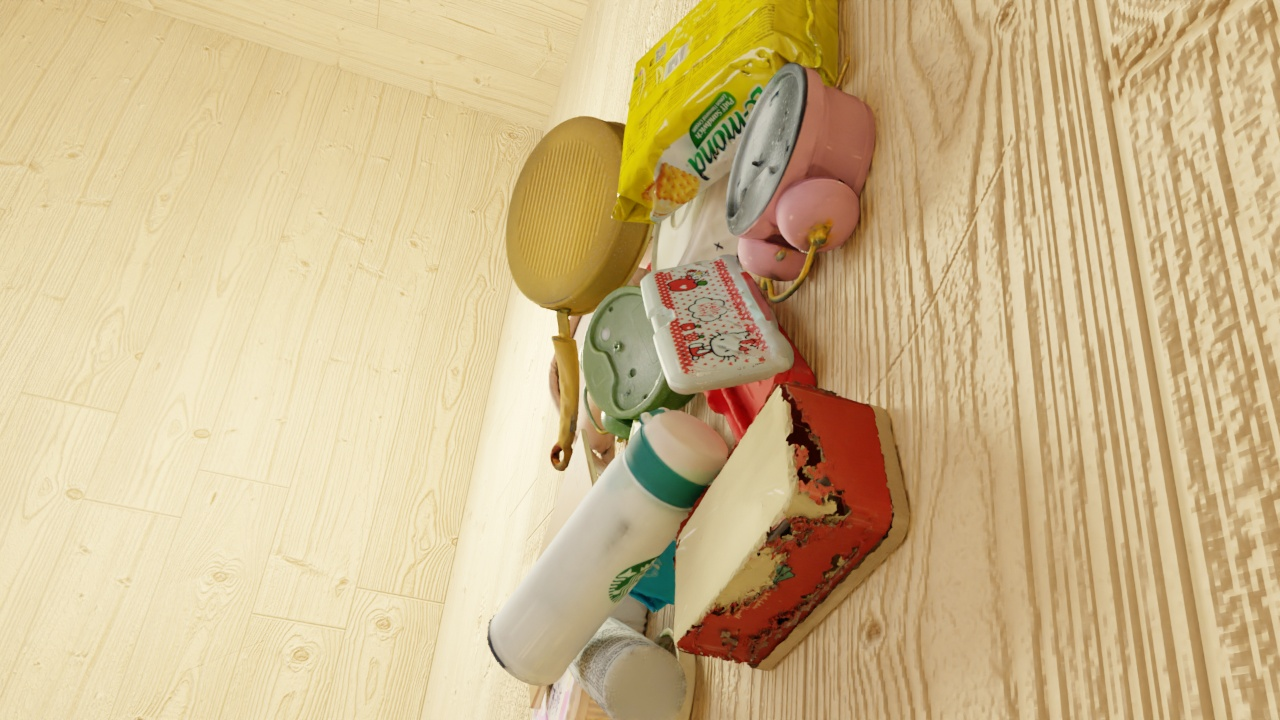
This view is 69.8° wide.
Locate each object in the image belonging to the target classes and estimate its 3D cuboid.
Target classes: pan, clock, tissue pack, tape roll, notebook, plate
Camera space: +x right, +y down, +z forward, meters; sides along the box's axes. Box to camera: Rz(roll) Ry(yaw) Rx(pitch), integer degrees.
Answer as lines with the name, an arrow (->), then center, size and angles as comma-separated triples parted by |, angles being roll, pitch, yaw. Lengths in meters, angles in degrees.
pan -> -0.069, -0.064, 0.923 | 0.198, 0.078, 0.357 | 16, 94, 49
clock -> -0.005, 0.005, 0.822 | 0.162, 0.056, 0.116 | -44, 54, 35
tissue pack -> 0.019, 0.112, 0.703 | 0.090, 0.063, 0.140 | -139, 65, -76
tape roll -> 0.019, 0.242, 0.676 | 0.086, 0.014, 0.086 | -167, 91, -77
notebook -> -0.075, 0.188, 0.846 | 0.149, 0.012, 0.212 | -113, 39, -63
plate -> 0.058, -0.147, 0.856 | 0.205, 0.045, 0.205 | -166, 91, -77
clock -> 0.103, -0.114, 0.606 | 0.117, 0.059, 0.158 | 138, 145, -66

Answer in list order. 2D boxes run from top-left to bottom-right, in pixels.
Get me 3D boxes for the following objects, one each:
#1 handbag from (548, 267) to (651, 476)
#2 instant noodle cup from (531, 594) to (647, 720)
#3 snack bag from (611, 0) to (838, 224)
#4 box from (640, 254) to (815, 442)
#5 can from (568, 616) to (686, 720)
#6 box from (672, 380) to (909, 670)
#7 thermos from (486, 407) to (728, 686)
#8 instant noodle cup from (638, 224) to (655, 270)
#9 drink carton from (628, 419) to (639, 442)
handbag -> -0.021, 0.029, 0.957 | 0.233, 0.093, 0.194 | -104, 30, -48
instant noodle cup -> -0.043, 0.263, 0.811 | 0.138, 0.060, 0.173 | 166, 116, -75
snack bag -> 0.060, -0.228, 0.747 | 0.247, 0.068, 0.157 | -31, 43, 46
box -> 0.047, -0.016, 0.648 | 0.201, 0.098, 0.095 | -104, 32, -65
can -> -0.015, 0.225, 0.670 | 0.147, 0.058, 0.058 | 155, 128, -73
box -> 0.065, 0.095, 0.501 | 0.091, 0.077, 0.169 | -88, 17, -44
thermos -> -0.022, 0.129, 0.629 | 0.225, 0.073, 0.073 | -54, 21, 23
instant noodle cup -> -0.018, -0.170, 1.019 | 0.117, 0.124, 0.116 | 127, 154, -60
drink carton -> 0.006, 0.116, 0.775 | 0.045, 0.053, 0.122 | -139, 64, -71
